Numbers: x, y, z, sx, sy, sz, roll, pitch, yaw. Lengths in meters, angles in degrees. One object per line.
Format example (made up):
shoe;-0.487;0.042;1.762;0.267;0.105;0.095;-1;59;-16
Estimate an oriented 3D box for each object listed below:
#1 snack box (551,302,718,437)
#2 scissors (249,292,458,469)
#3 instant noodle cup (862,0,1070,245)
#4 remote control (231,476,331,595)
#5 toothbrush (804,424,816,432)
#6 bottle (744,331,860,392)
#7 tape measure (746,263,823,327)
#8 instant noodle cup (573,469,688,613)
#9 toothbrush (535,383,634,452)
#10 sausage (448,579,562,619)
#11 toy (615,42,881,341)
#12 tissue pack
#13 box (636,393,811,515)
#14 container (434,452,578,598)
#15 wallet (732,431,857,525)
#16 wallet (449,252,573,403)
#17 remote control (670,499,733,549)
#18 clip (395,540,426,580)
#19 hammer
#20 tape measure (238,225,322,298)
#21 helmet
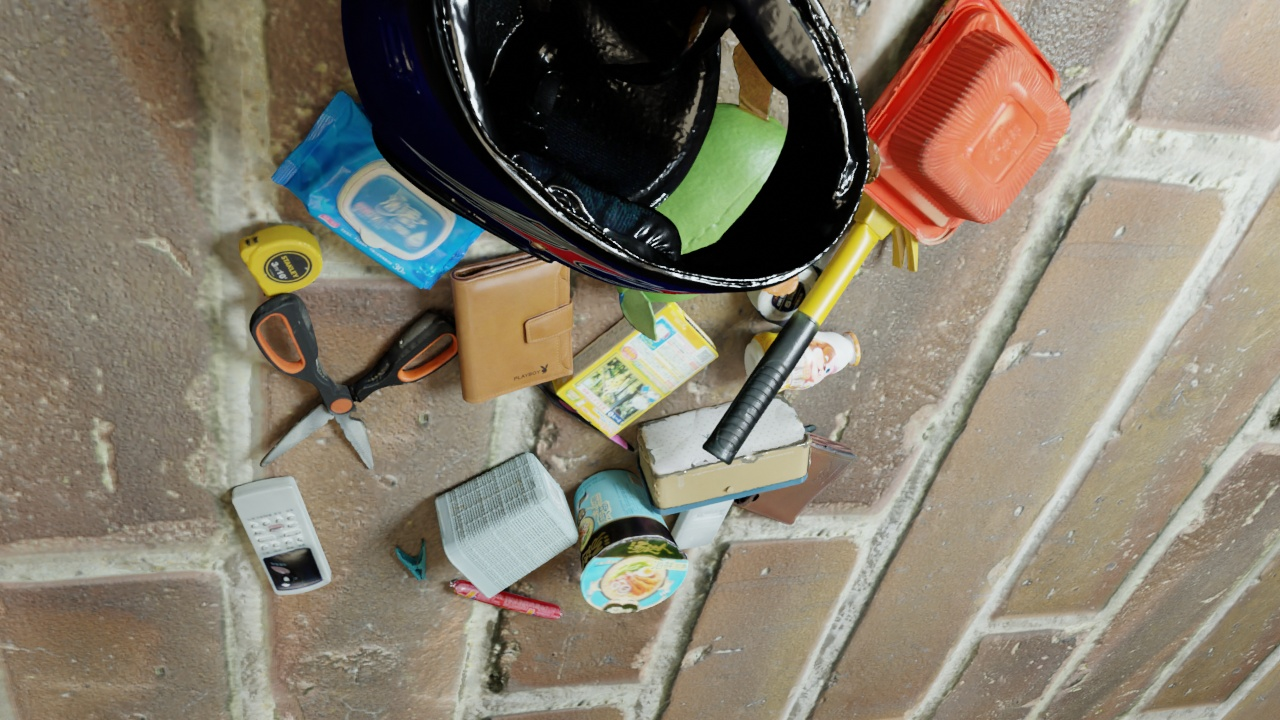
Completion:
snack box;-0.005;0.005;0.879;0.140;0.033;0.087;-39;128;11
scissors;-0.258;0.018;0.808;0.221;0.021;0.235;-25;138;-3
instant noodle cup;0.277;-0.194;0.773;0.164;0.079;0.189;26;106;-35
remote control;-0.352;0.176;0.905;0.058;0.021;0.150;-12;128;-9
toothbrush;0.105;0.103;1.004;0.189;0.016;0.014;-20;128;-6
bottle;0.160;-0.003;0.905;0.108;0.063;0.063;-10;129;-11
tape measure;0.135;-0.068;0.867;0.066;0.033;0.066;20;116;-32
instant noodle cup;-0.021;0.180;0.951;0.111;0.120;0.111;-9;127;-12
toothbrush;-0.070;0.050;0.905;0.018;0.014;0.189;-35;130;23
sausage;-0.152;0.274;1.047;0.155;0.020;0.020;25;115;-31
toy;0.060;-0.134;0.755;0.227;0.089;0.247;42;114;-17
tissue pack;-0.192;-0.125;0.704;0.095;0.052;0.157;-41;128;14
box;0.078;0.096;0.940;0.184;0.089;0.062;-12;130;-6
container;-0.132;0.162;0.923;0.111;0.090;0.090;-29;130;2
wallet;0.174;0.134;1.033;0.101;0.032;0.125;20;121;-38
wallet;-0.110;-0.030;0.802;0.107;0.031;0.132;-16;131;-24
remote control;0.074;0.162;1.022;0.055;0.020;0.136;-4;135;-26
clip;-0.239;0.214;0.976;0.034;0.013;0.054;-11;127;-9
hammer;0.152;-0.036;0.838;0.128;0.033;0.300;34;90;-33
tape measure;-0.282;-0.082;0.723;0.057;0.029;0.060;-20;147;-7
helmet;-0.031;-0.182;0.585;0.315;0.240;0.247;35;91;-25
